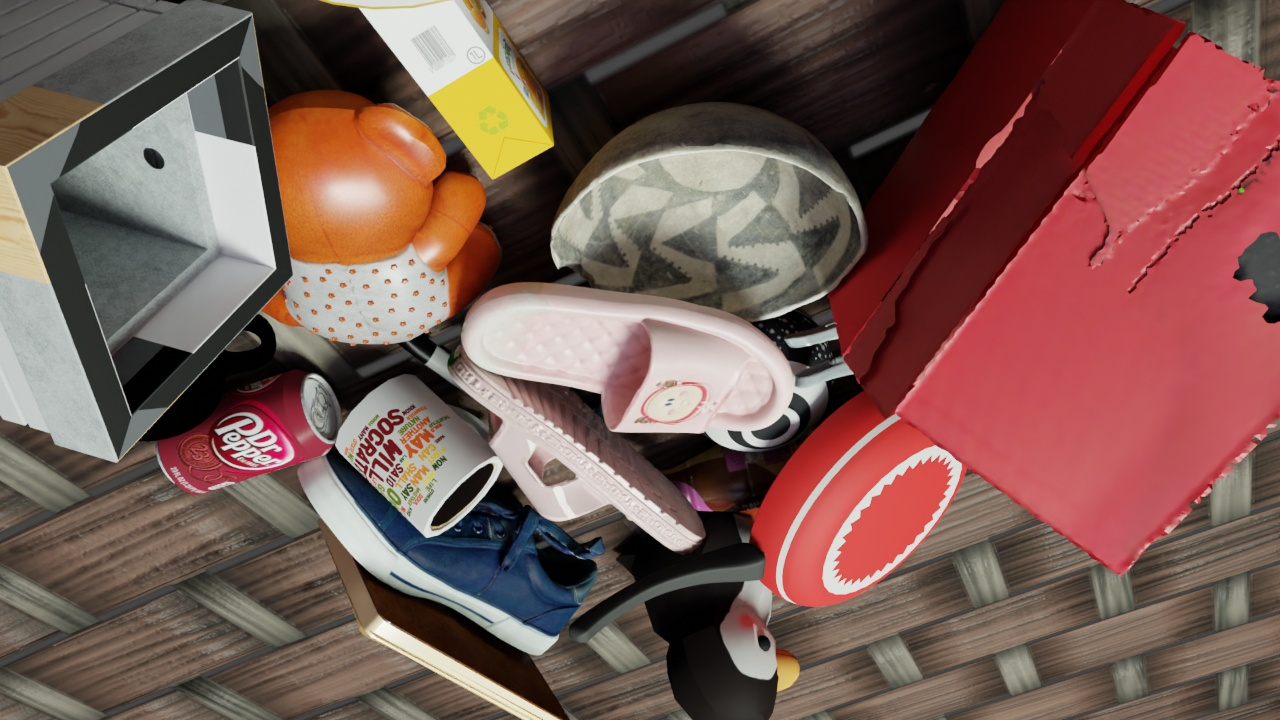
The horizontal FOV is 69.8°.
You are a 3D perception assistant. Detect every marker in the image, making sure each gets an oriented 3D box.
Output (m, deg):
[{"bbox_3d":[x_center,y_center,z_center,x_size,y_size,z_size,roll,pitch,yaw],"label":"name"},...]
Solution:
[{"bbox_3d":[-0.133,0.006,0.662,0.022,0.016,0.138,-48,127,2],"label":"marker"}]

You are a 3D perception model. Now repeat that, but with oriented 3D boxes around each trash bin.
[{"bbox_3d":[-0.313,-0.085,0.405,0.247,0.142,0.143,15,132,6],"label":"trash bin"}]

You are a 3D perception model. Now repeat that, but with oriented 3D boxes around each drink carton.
[{"bbox_3d":[-0.096,-0.164,0.479,0.040,0.058,0.122,-25,131,14],"label":"drink carton"}]

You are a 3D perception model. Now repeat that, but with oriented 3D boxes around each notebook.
[{"bbox_3d":[-0.162,0.213,0.755,0.024,0.167,0.225,-46,129,-5],"label":"notebook"}]

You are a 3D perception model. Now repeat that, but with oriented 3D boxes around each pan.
[{"bbox_3d":[0.114,0.133,0.685,0.355,0.067,0.209,-25,137,-25],"label":"pan"}]

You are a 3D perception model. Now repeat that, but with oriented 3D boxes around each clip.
[{"bbox_3d":[0.197,0.002,0.637,0.174,0.030,0.159,-33,99,1],"label":"clip"}]

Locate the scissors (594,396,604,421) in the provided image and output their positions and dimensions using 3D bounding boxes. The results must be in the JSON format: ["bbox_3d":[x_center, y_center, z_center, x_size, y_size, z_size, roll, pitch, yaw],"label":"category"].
[{"bbox_3d":[0.004,0.016,0.671,0.123,0.019,0.148,-18,150,21],"label":"scissors"}]

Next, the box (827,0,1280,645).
[{"bbox_3d":[0.200,-0.051,0.441,0.121,0.318,0.211,16,118,-29],"label":"box"}]

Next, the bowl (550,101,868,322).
[{"bbox_3d":[0.040,-0.096,0.539,0.178,0.081,0.179,2,156,1],"label":"bowl"}]

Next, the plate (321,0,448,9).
[{"bbox_3d":[-0.116,-0.262,0.365,0.230,0.021,0.230,-2,116,-4],"label":"plate"}]

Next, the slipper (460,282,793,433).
[{"bbox_3d":[-0.003,0.003,0.582,0.221,0.055,0.107,14,141,-18],"label":"slipper"}]

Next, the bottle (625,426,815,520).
[{"bbox_3d":[0.066,0.096,0.747,0.166,0.059,0.060,-14,133,3],"label":"bottle"}]

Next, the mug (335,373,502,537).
[{"bbox_3d":[-0.147,0.063,0.657,0.089,0.105,0.074,41,119,12],"label":"mug"}]

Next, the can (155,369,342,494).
[{"bbox_3d":[-0.274,0.050,0.646,0.114,0.063,0.063,-18,133,7],"label":"can"}]

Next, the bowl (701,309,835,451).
[{"bbox_3d":[0.089,0.026,0.680,0.120,0.066,0.120,-5,133,-5],"label":"bowl"}]

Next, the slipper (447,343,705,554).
[{"bbox_3d":[-0.052,0.073,0.662,0.064,0.094,0.239,-44,115,11],"label":"slipper"}]

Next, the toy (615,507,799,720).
[{"bbox_3d":[0.056,0.229,0.784,0.140,0.183,0.159,-7,133,-2],"label":"toy"}]

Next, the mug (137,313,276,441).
[{"bbox_3d":[-0.293,-0.009,0.575,0.121,0.085,0.095,-6,135,-12],"label":"mug"}]

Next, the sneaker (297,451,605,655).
[{"bbox_3d":[-0.133,0.135,0.738,0.127,0.120,0.294,-47,129,1],"label":"sneaker"}]

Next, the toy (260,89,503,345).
[{"bbox_3d":[-0.168,-0.084,0.528,0.164,0.092,0.173,-4,146,-2],"label":"toy"}]
